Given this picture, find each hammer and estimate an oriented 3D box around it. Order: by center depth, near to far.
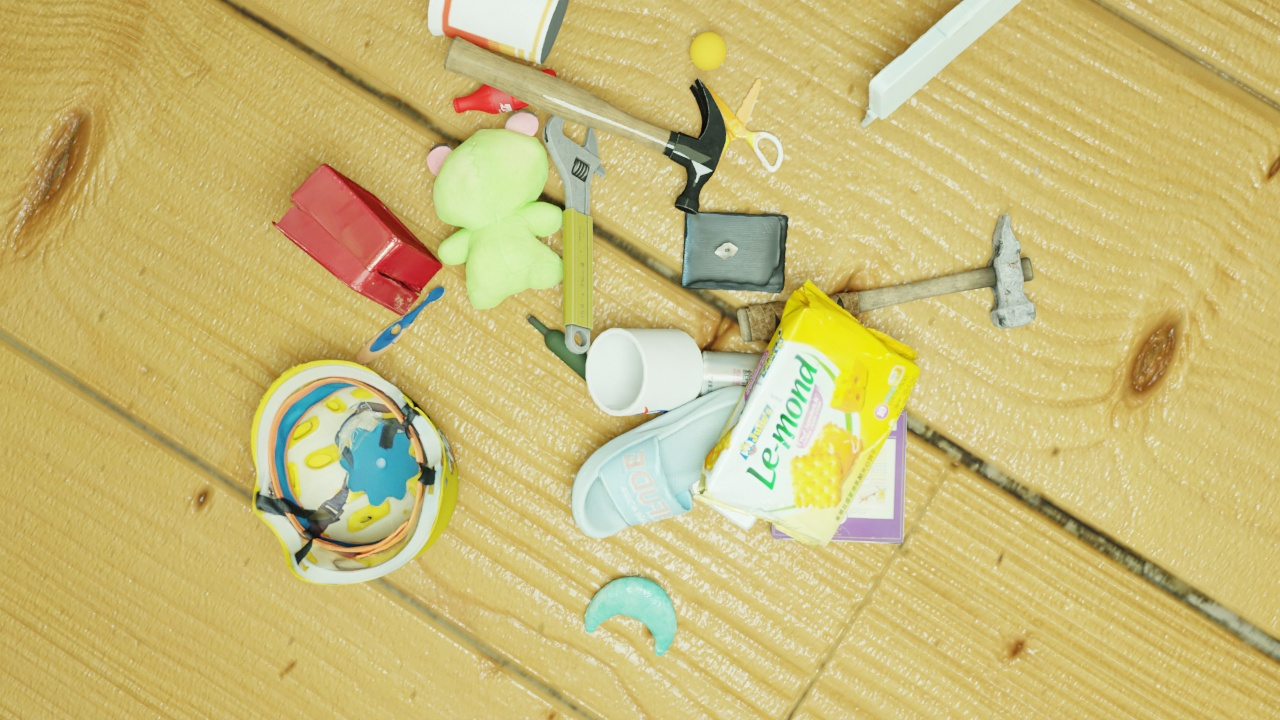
[{"bbox_3d":[-0.057,-0.274,0.978,0.305,0.040,0.132,20,88,-9],"label":"hammer"},{"bbox_3d":[0.265,-0.070,1.004,0.319,0.049,0.121,-11,88,6],"label":"hammer"}]

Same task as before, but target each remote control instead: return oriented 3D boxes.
[{"bbox_3d":[0.073,0.134,1.038,0.146,0.008,0.045,34,94,3],"label":"remote control"}]

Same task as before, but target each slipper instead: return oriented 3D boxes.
[{"bbox_3d":[0.034,0.114,0.980,0.245,0.074,0.104,-32,126,5],"label":"slipper"}]

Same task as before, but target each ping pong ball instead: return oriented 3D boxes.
[{"bbox_3d":[0.074,-0.340,1.009,0.040,0.040,0.040,0,91,4],"label":"ping pong ball"}]

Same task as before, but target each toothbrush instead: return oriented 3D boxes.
[{"bbox_3d":[-0.276,-0.041,1.057,0.135,0.017,0.021,-40,85,7],"label":"toothbrush"}]

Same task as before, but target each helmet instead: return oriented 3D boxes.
[{"bbox_3d":[-0.299,0.120,1.004,0.209,0.139,0.240,-32,76,4],"label":"helmet"}]

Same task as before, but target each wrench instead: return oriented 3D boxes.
[{"bbox_3d":[-0.071,-0.141,0.995,0.018,0.083,0.273,-14,72,47],"label":"wrench"}]

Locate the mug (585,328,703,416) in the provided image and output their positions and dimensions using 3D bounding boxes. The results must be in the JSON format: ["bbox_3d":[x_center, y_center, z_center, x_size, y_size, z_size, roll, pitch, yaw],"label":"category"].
[{"bbox_3d":[-0.006,0.006,0.991,0.121,0.090,0.091,27,110,40],"label":"mug"}]

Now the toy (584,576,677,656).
[{"bbox_3d":[-0.007,0.284,1.038,0.105,0.033,0.085,17,104,3],"label":"toy"}]

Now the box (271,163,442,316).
[{"bbox_3d":[-0.296,-0.125,0.982,0.129,0.157,0.092,43,87,6],"label":"box"}]

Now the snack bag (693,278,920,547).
[{"bbox_3d":[0.171,0.059,0.940,0.159,0.068,0.247,28,92,-17],"label":"snack bag"}]

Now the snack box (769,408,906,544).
[{"bbox_3d":[0.216,0.124,1.011,0.143,0.040,0.148,1,92,4],"label":"snack box"}]

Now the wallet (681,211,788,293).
[{"bbox_3d":[0.104,-0.121,1.020,0.115,0.026,0.089,4,90,5],"label":"wallet"}]

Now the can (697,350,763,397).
[{"bbox_3d":[0.130,0.019,1.008,0.136,0.054,0.054,4,92,4],"label":"can"}]

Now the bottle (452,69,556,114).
[{"bbox_3d":[-0.151,-0.297,1.029,0.119,0.036,0.036,-11,91,5],"label":"bottle"}]

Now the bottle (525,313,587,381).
[{"bbox_3d":[-0.089,-0.016,1.037,0.106,0.025,0.025,41,94,2],"label":"bottle"}]

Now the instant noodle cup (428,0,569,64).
[{"bbox_3d":[-0.147,-0.389,0.991,0.121,0.123,0.123,22,93,-4],"label":"instant noodle cup"}]

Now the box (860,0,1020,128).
[{"bbox_3d":[0.313,-0.321,0.945,0.197,0.134,0.041,-40,78,4],"label":"box"}]

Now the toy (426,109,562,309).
[{"bbox_3d":[-0.159,-0.162,1.004,0.150,0.107,0.197,-18,100,4],"label":"toy"}]

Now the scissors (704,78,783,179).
[{"bbox_3d":[0.113,-0.254,1.024,0.128,0.011,0.125,25,95,2],"label":"scissors"}]
